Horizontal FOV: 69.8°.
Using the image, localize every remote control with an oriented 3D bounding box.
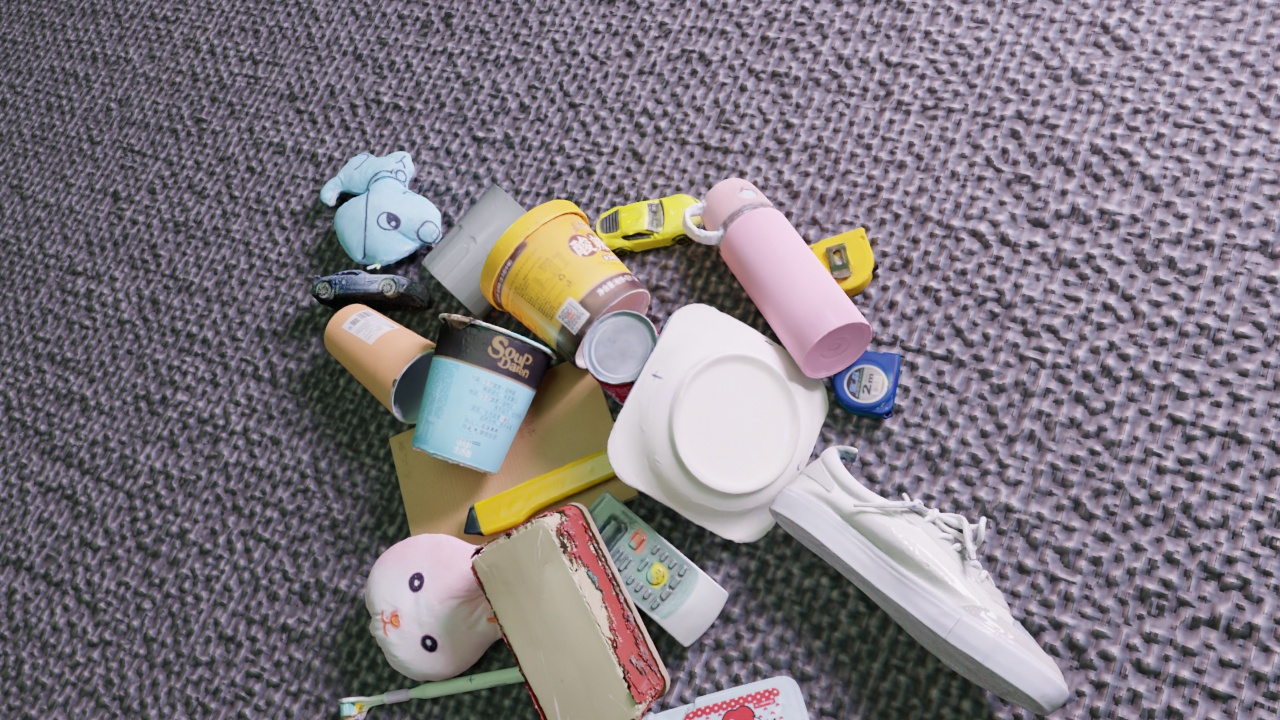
[{"bbox_3d":[0.005,0.168,0.743,0.135,0.019,0.056,39,80,11],"label":"remote control"}]

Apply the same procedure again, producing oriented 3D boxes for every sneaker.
[{"bbox_3d":[0.213,0.150,0.675,0.090,0.089,0.242,-46,58,-9],"label":"sneaker"}]

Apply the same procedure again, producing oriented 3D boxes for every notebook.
[{"bbox_3d":[-0.120,0.096,0.832,0.211,0.012,0.149,-23,65,6],"label":"notebook"}]

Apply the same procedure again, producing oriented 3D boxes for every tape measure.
[{"bbox_3d":[0.176,-0.085,0.803,0.060,0.029,0.057,-18,66,10],"label":"tape measure"},{"bbox_3d":[0.188,0.019,0.762,0.054,0.025,0.058,8,68,21],"label":"tape measure"}]

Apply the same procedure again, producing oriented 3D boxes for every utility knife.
[{"bbox_3d":[-0.084,0.117,0.798,0.154,0.015,0.033,-23,70,5],"label":"utility knife"}]

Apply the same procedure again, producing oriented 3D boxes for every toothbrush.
[{"bbox_3d":[-0.164,0.278,0.772,0.190,0.029,0.020,-14,26,9],"label":"toothbrush"}]

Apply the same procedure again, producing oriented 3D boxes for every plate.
[{"bbox_3d":[0.070,0.050,0.731,0.163,0.034,0.164,30,78,-14],"label":"plate"}]

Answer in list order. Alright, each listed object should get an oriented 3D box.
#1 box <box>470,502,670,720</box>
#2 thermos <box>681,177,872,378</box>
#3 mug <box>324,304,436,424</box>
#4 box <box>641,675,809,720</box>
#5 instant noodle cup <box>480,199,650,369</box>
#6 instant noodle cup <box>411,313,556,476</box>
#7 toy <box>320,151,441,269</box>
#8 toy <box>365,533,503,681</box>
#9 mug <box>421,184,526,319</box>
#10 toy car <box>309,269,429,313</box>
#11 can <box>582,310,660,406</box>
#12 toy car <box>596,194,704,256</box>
[{"bbox_3d":[-0.056,0.202,0.701,0.091,0.077,0.168,-30,82,19],"label":"box"},{"bbox_3d":[0.109,-0.076,0.782,0.087,0.067,0.198,-13,53,-24],"label":"thermos"},{"bbox_3d":[-0.242,-0.003,0.874,0.123,0.078,0.078,31,81,29],"label":"mug"},{"bbox_3d":[0.039,0.328,0.672,0.201,0.065,0.159,-19,62,8],"label":"box"},{"bbox_3d":[-0.063,-0.063,0.823,0.118,0.118,0.114,-45,71,-4],"label":"instant noodle cup"},{"bbox_3d":[-0.146,0.033,0.806,0.111,0.111,0.120,16,80,21],"label":"instant noodle cup"},{"bbox_3d":[-0.271,-0.156,0.953,0.161,0.050,0.156,4,64,17],"label":"toy"},{"bbox_3d":[-0.154,0.201,0.775,0.159,0.054,0.121,-17,79,2],"label":"toy"},{"bbox_3d":[-0.155,-0.110,0.893,0.103,0.083,0.124,-47,38,-3],"label":"mug"},{"bbox_3d":[-0.269,-0.069,0.916,0.121,0.054,0.036,1,72,17],"label":"toy car"},{"bbox_3d":[-0.005,0.005,0.786,0.066,0.094,0.066,-6,68,14],"label":"can"},{"bbox_3d":[0.009,-0.131,0.870,0.105,0.032,0.048,-9,67,12],"label":"toy car"}]
